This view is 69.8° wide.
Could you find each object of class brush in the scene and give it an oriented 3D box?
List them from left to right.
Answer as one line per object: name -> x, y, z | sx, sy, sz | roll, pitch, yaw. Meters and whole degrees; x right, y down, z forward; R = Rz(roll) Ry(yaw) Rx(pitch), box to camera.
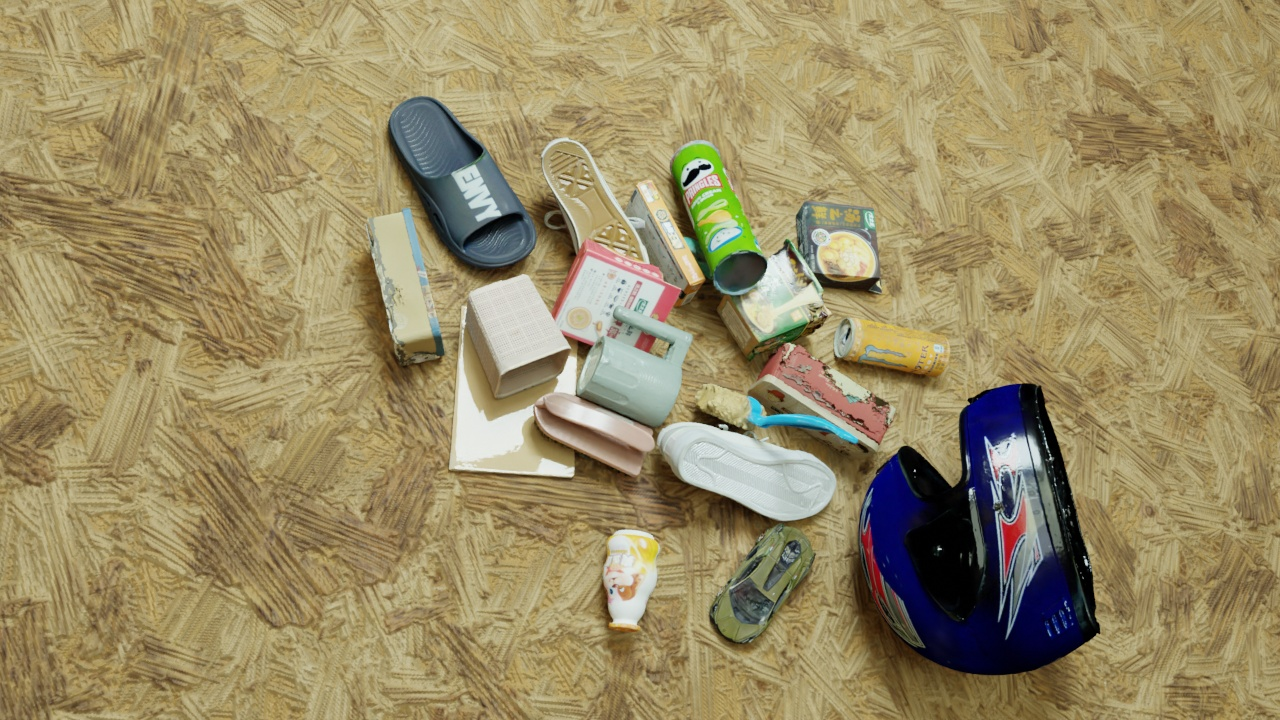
brush -> -0.057, 0.080, 1.074 | 0.145, 0.073, 0.063 | 26, 63, -11
brush -> 0.154, 0.065, 1.064 | 0.083, 0.255, 0.046 | 23, 83, -31

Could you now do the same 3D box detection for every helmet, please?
helmet -> 0.374, 0.199, 1.061 | 0.241, 0.247, 0.315 | -14, 75, 26

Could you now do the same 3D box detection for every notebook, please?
notebook -> -0.150, 0.036, 1.108 | 0.147, 0.008, 0.207 | 5, 69, -14

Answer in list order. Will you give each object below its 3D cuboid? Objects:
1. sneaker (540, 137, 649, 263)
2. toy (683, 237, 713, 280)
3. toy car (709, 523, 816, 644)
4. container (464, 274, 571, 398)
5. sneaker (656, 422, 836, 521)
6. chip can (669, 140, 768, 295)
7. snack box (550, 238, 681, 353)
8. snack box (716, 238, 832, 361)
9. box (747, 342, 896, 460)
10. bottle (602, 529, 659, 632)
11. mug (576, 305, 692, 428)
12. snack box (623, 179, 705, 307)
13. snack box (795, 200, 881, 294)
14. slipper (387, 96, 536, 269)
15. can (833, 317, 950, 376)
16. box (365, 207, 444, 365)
sneaker -> -0.055, -0.167, 1.164 | 0.118, 0.087, 0.241 | -25, 102, 4
toy -> 0.084, -0.131, 1.205 | 0.092, 0.096, 0.030 | 34, 90, -19
toy car -> 0.146, 0.264, 1.086 | 0.070, 0.042, 0.157 | 41, 67, 3
container -> -0.149, -0.031, 1.080 | 0.090, 0.090, 0.111 | -22, 74, -22
sneaker -> 0.125, 0.130, 1.118 | 0.242, 0.091, 0.089 | 19, 96, -27
chip can -> 0.098, -0.187, 1.179 | 0.072, 0.072, 0.235 | -1, 46, -16
snack box -> -0.032, -0.071, 1.121 | 0.127, 0.113, 0.044 | 21, 22, -16
snack box -> 0.164, -0.071, 1.185 | 0.105, 0.118, 0.117 | -29, 80, -13
box -> 0.233, 0.046, 1.161 | 0.168, 0.091, 0.080 | 32, 72, -2
bottle -> -0.013, 0.248, 1.034 | 0.063, 0.063, 0.108 | 11, 67, -11
mug -> -0.007, 0.006, 1.101 | 0.103, 0.084, 0.124 | 23, 88, -15
snack box -> 0.029, -0.151, 1.191 | 0.026, 0.075, 0.153 | -23, 78, -21
snack box -> 0.284, -0.158, 1.283 | 0.125, 0.053, 0.113 | 3, 69, -9
slipper -> -0.232, -0.229, 1.137 | 0.110, 0.083, 0.268 | -33, 78, -8
can -> 0.339, -0.018, 1.236 | 0.146, 0.058, 0.058 | 10, 67, -11
box -> -0.277, -0.091, 1.077 | 0.059, 0.090, 0.184 | -12, 75, -13
